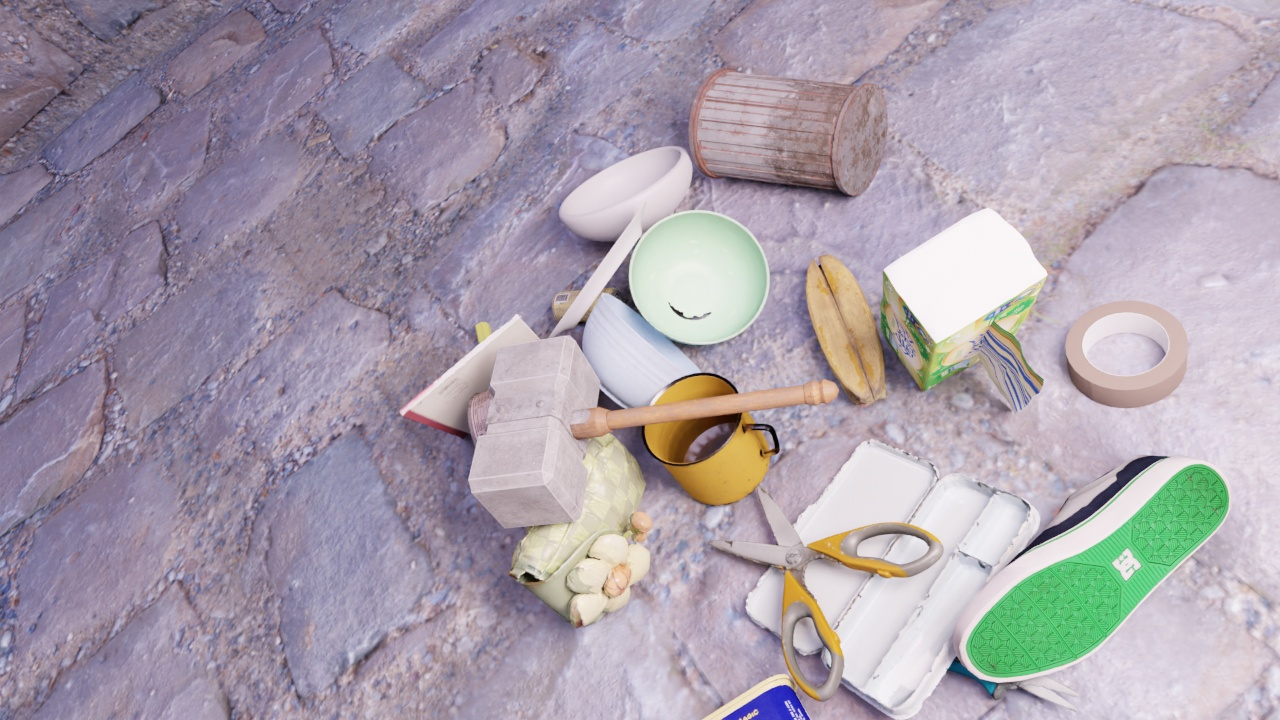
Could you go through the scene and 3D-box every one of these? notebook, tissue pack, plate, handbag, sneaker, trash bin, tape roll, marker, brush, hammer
[{"bbox_3d":[-0.167,0.025,0.999,0.153,0.209,0.012,-39,78,-3],"label":"notebook"},{"bbox_3d":[0.288,-0.021,0.786,0.120,0.197,0.141,-34,71,11],"label":"tissue pack"},{"bbox_3d":[-0.042,-0.092,1.004,0.189,0.016,0.188,-54,5,7],"label":"plate"},{"bbox_3d":[-0.041,0.161,0.876,0.117,0.113,0.186,7,59,32],"label":"handbag"},{"bbox_3d":[0.331,0.155,0.703,0.235,0.084,0.079,-37,8,-4],"label":"sneaker"},{"bbox_3d":[0.164,-0.269,1.073,0.211,0.131,0.130,18,66,35],"label":"trash bin"},{"bbox_3d":[0.423,-0.006,0.800,0.094,0.030,0.093,-15,51,19],"label":"tape roll"},{"bbox_3d":[-0.187,0.000,1.139,0.017,0.021,0.123,-28,49,8],"label":"marker"},{"bbox_3d":[0.208,-0.032,0.929,0.059,0.043,0.195,-20,48,13],"label":"brush"},{"bbox_3d":[0.015,0.048,0.814,0.318,0.083,0.162,-9,50,18],"label":"hammer"}]

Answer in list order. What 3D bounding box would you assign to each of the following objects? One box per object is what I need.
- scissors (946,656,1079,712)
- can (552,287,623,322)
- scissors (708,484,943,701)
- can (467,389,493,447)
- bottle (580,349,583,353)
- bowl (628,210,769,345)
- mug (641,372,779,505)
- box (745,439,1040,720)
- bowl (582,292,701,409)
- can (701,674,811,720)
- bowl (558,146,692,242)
[{"bbox_3d":[0.260,0.234,0.718,0.144,0.019,0.126,-21,46,18],"label":"scissors"},{"bbox_3d":[-0.063,-0.066,1.108,0.080,0.038,0.038,-3,55,27],"label":"can"},{"bbox_3d":[0.141,0.188,0.784,0.226,0.016,0.216,-4,52,40],"label":"scissors"},{"bbox_3d":[-0.129,0.085,0.968,0.044,0.130,0.129,-25,48,10],"label":"can"},{"bbox_3d":[-0.084,0.051,0.985,0.059,0.059,0.166,-18,30,16],"label":"bottle"},{"bbox_3d":[0.061,-0.082,1.009,0.151,0.077,0.150,0,78,-2],"label":"bowl"},{"bbox_3d":[0.077,0.079,0.884,0.124,0.094,0.100,-3,55,29],"label":"mug"},{"bbox_3d":[0.207,0.174,0.778,0.208,0.037,0.189,-52,35,-14],"label":"box"},{"bbox_3d":[-0.006,0.006,0.960,0.075,0.150,0.150,-49,47,9],"label":"bowl"},{"bbox_3d":[0.093,0.321,0.721,0.116,0.056,0.092,-33,48,3],"label":"can"},{"bbox_3d":[-0.010,-0.195,1.140,0.177,0.066,0.176,-22,27,12],"label":"bowl"}]
